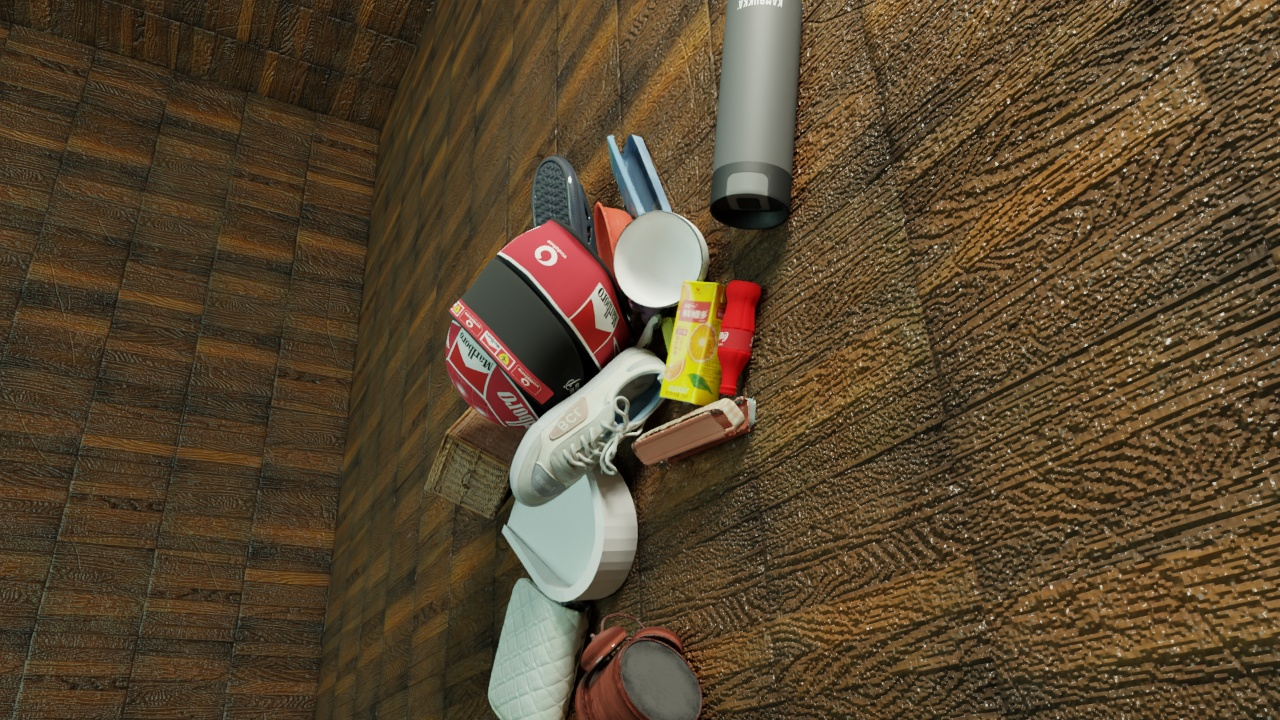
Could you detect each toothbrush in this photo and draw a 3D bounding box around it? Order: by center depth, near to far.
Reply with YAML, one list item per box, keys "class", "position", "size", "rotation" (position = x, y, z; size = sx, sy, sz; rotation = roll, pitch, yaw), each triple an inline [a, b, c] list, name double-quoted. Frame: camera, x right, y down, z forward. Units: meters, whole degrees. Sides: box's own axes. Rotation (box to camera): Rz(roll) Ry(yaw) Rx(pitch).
- class: "toothbrush"
  position: [-0.007, 0.007, 1.169]
  size: [0.017, 0.016, 0.190]
  rotation: [67, 147, 34]

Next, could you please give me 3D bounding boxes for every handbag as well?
- class: "handbag"
  position: [-0.128, 0.395, 1.214]
  size: [0.139, 0.072, 0.195]
  rotation: [19, 96, 55]

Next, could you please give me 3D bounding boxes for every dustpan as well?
- class: "dustpan"
  position: [-0.106, 0.200, 1.191]
  size: [0.258, 0.053, 0.192]
  rotation: [31, 107, 47]

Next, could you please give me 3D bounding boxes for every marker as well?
- class: "marker"
  position: [0.045, -0.001, 1.088]
  size: [0.021, 0.017, 0.123]
  rotation: [-54, 36, 41]

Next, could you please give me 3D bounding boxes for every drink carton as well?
- class: "drink carton"
  position: [0.067, -0.019, 1.015]
  size: [0.059, 0.043, 0.134]
  rotation: [9, 88, 48]

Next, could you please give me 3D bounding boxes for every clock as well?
- class: "clock"
  position: [-0.003, 0.331, 0.933]
  size: [0.072, 0.120, 0.157]
  rotation: [-52, 44, 30]

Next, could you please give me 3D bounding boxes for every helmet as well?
- class: "helmet"
  position: [-0.138, -0.025, 1.165]
  size: [0.224, 0.271, 0.197]
  rotation: [-42, 68, -9]

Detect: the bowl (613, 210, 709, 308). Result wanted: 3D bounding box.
- class: "bowl"
  position: [0.031, -0.118, 1.088]
  size: [0.114, 0.063, 0.113]
  rotation: [1, 93, 25]

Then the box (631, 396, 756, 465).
- class: "box"
  position: [0.065, 0.080, 1.005]
  size: [0.189, 0.063, 0.056]
  rotation: [-27, 92, 55]

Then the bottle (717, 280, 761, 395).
- class: "bottle"
  position: [0.100, -0.023, 0.963]
  size: [0.036, 0.036, 0.119]
  rotation: [2, 82, 64]

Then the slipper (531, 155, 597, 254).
- class: "slipper"
  position: [-0.098, -0.179, 1.399]
  size: [0.111, 0.083, 0.268]
  rotation: [-2, 95, 53]

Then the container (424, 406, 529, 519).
- class: "container"
  position: [-0.219, 0.131, 1.369]
  size: [0.114, 0.113, 0.198]
  rotation: [-63, -4, 30]

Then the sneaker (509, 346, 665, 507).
- class: "sneaker"
  position: [-0.056, 0.085, 1.089]
  size: [0.242, 0.089, 0.091]
  rotation: [-45, 28, -6]

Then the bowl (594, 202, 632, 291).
- class: "bowl"
  position: [-0.027, -0.151, 1.234]
  size: [0.130, 0.045, 0.130]
  rotation: [169, 91, -80]

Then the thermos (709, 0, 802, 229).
- class: "thermos"
  position: [0.123, -0.266, 0.967]
  size: [0.082, 0.082, 0.240]
  rotation: [-18, 64, 61]

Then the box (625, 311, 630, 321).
- class: "box"
  position: [-0.104, -0.017, 1.334]
  size: [0.159, 0.035, 0.231]
  rotation: [44, 118, 30]

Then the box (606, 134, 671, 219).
- class: "box"
  position: [-0.016, -0.239, 1.265]
  size: [0.209, 0.059, 0.068]
  rotation: [-106, 34, -44]

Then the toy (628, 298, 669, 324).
- class: "toy"
  position: [0.013, -0.089, 1.168]
  size: [0.100, 0.036, 0.080]
  rotation: [41, 116, 62]
